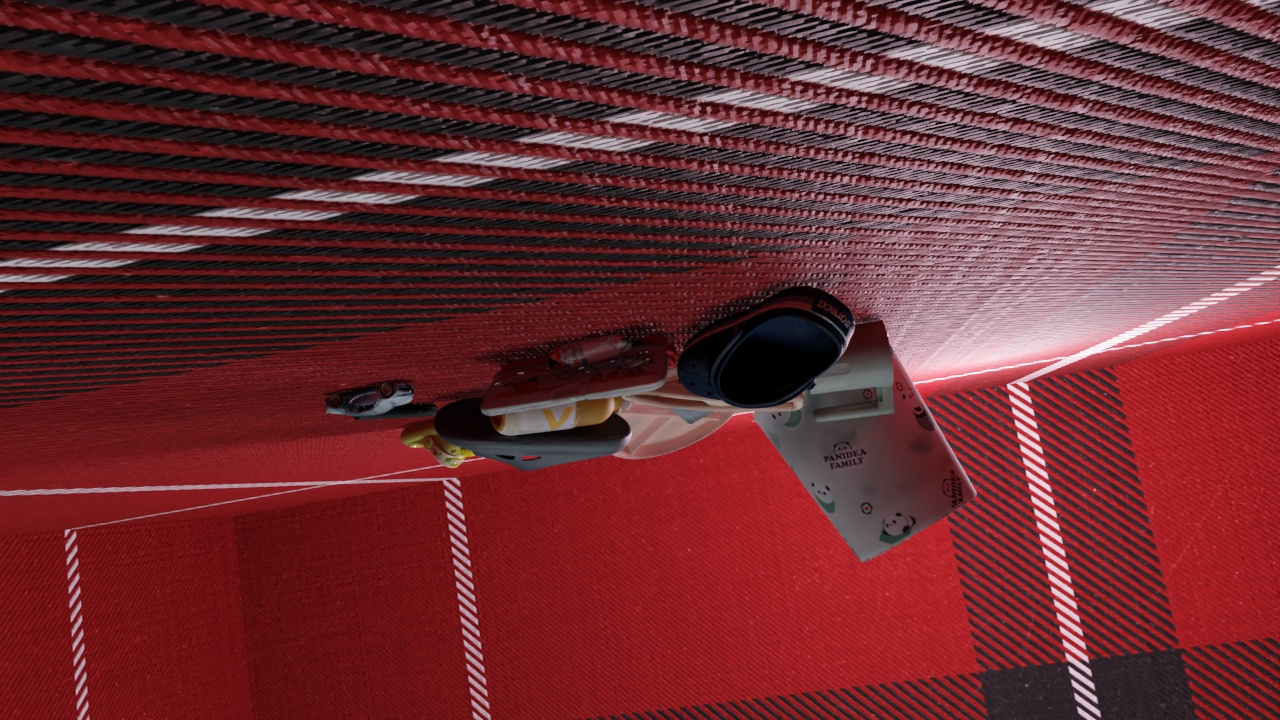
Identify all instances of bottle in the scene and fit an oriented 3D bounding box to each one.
[{"bbox_3d":[-0.103,0.057,1.213,0.189,0.068,0.068,-5,171,-29],"label":"bottle"}]

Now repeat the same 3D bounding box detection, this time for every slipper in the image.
[{"bbox_3d":[-0.295,0.129,1.460,0.191,0.081,0.091,-10,175,27],"label":"slipper"},{"bbox_3d":[-0.147,0.114,1.254,0.268,0.083,0.110,4,-154,-13],"label":"slipper"},{"bbox_3d":[0.119,0.006,0.923,0.105,0.095,0.253,38,152,-12],"label":"slipper"}]

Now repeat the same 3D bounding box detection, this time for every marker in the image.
[{"bbox_3d":[-0.321,0.067,1.207,0.022,0.020,0.131,-2,178,34],"label":"marker"}]

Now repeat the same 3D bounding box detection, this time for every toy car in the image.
[{"bbox_3d":[-0.308,0.046,1.047,0.106,0.031,0.049,-12,172,13],"label":"toy car"}]

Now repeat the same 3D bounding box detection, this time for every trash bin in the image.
[{"bbox_3d":[0.318,0.126,1.284,0.229,0.252,0.230,-29,166,-8],"label":"trash bin"}]

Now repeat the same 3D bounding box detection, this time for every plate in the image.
[{"bbox_3d":[0.046,0.082,1.412,0.229,0.028,0.230,-16,150,-10],"label":"plate"}]

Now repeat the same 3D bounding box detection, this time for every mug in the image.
[{"bbox_3d":[0.262,0.016,1.160,0.103,0.124,0.083,-8,-164,8],"label":"mug"}]

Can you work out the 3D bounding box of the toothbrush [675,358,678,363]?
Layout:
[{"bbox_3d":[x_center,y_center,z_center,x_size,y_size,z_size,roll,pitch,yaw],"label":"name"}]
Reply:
[{"bbox_3d":[-0.007,0.007,1.161,0.191,0.016,0.018,-7,180,-20],"label":"toothbrush"}]

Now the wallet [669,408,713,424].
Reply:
[{"bbox_3d":[0.091,0.054,1.353,0.097,0.019,0.121,-28,151,13],"label":"wallet"}]

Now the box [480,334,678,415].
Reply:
[{"bbox_3d":[-0.063,0.014,1.003,0.201,0.060,0.160,-10,-172,11],"label":"box"}]

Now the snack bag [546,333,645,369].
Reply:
[{"bbox_3d":[-0.049,-0.011,0.954,0.105,0.026,0.045,-12,168,8],"label":"snack bag"}]

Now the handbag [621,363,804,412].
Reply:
[{"bbox_3d":[0.085,0.026,1.137,0.234,0.093,0.193,-9,171,12],"label":"handbag"}]
